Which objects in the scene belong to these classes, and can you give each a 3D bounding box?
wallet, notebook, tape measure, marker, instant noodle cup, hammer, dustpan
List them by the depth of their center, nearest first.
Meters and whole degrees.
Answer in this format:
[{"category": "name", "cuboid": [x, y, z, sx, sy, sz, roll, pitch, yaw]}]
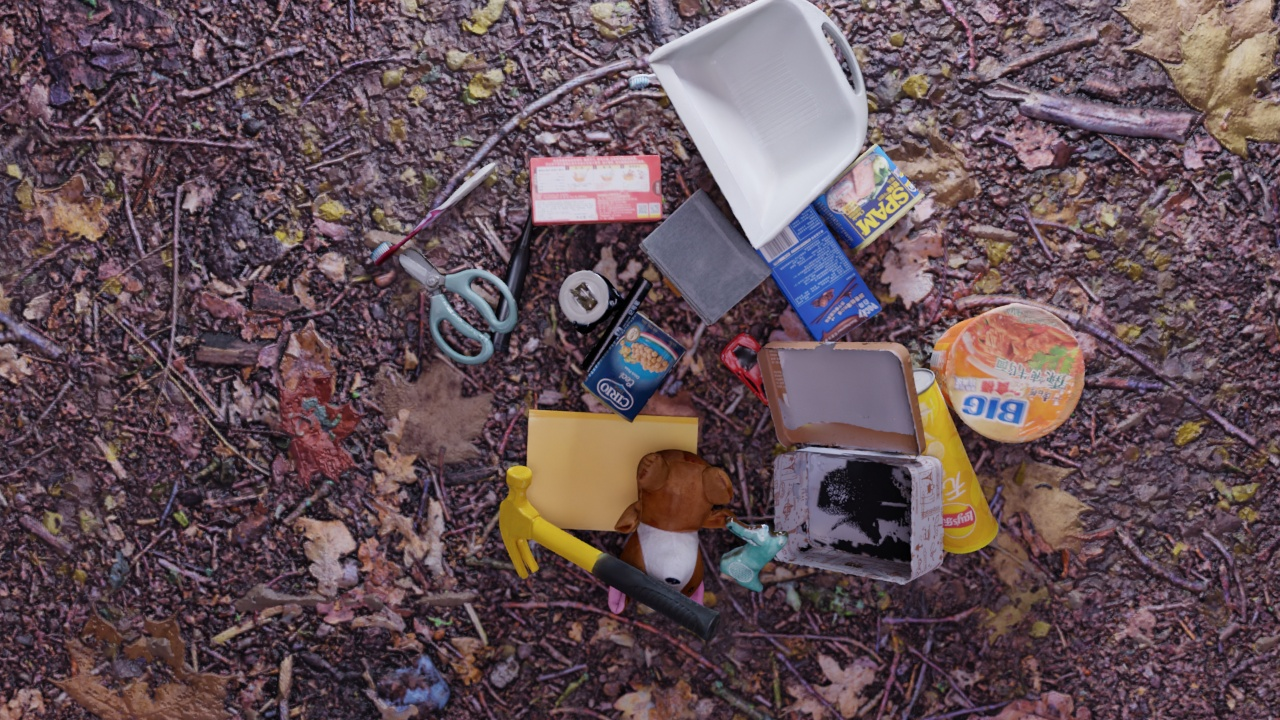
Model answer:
[{"category": "dustpan", "cuboid": [0.152, -0.279, 0.982, 0.143, 0.257, 0.223, -25, 105, 26]}, {"category": "hammer", "cuboid": [-0.045, 0.229, 1.026, 0.301, 0.032, 0.129, 22, 116, 31]}, {"category": "instant noodle cup", "cuboid": [0.406, 0.011, 1.046, 0.151, 0.111, 0.151, 0, 93, 0]}, {"category": "wallet", "cuboid": [0.074, -0.118, 1.078, 0.107, 0.037, 0.129, -41, 90, 15]}, {"category": "tape measure", "cuboid": [-0.062, -0.072, 1.079, 0.066, 0.033, 0.066, -41, 81, 11]}, {"category": "marker", "cuboid": [-0.028, -0.042, 1.094, 0.022, 0.020, 0.132, 35, 95, 27]}, {"category": "notebook", "cuboid": [-0.036, 0.136, 1.109, 0.206, 0.010, 0.146, 2, 93, 0]}]

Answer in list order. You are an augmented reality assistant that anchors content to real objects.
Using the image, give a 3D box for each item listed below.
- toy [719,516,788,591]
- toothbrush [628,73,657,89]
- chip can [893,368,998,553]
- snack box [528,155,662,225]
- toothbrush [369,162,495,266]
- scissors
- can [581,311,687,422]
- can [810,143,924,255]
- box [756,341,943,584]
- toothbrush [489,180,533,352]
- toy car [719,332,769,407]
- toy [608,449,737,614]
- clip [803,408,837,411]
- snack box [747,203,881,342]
[{"category": "toy", "cuboid": [0.125, 0.216, 1.046, 0.096, 0.030, 0.092, 33, 116, -15]}, {"category": "toothbrush", "cuboid": [0.092, -0.353, 1.069, 0.221, 0.026, 0.027, -16, 135, 1]}, {"category": "chip can", "cuboid": [0.340, 0.116, 1.050, 0.072, 0.072, 0.213, -26, 107, 2]}, {"category": "snack box", "cuboid": [-0.052, -0.198, 1.071, 0.153, 0.025, 0.075, -3, 93, -7]}, {"category": "toothbrush", "cuboid": [-0.246, -0.176, 1.090, 0.187, 0.016, 0.017, -39, 83, 3]}, {"category": "scissors", "cuboid": [-0.234, -0.058, 1.086, 0.185, 0.019, 0.129, 23, 95, 14]}, {"category": "can", "cuboid": [-0.006, 0.006, 1.069, 0.075, 0.075, 0.111, 37, 92, -2]}, {"category": "can", "cuboid": [0.261, -0.187, 1.064, 0.102, 0.057, 0.083, -41, 90, 2]}, {"category": "box", "cuboid": [0.231, 0.103, 1.014, 0.179, 0.102, 0.261, 1, 96, 42]}, {"category": "toothbrush", "cuboid": [-0.145, -0.115, 1.087, 0.027, 0.026, 0.212, 13, 93, -12]}, {"category": "toy car", "cuboid": [0.144, 0.015, 1.091, 0.049, 0.031, 0.106, -45, 94, 4]}, {"category": "toy", "cuboid": [0.036, 0.205, 1.053, 0.140, 0.130, 0.200, 13, 103, -7]}, {"category": "clip", "cuboid": [0.246, 0.061, 1.095, 0.101, 0.096, 0.035, 7, 96, 42]}, {"category": "snack box", "cuboid": [0.205, -0.101, 1.084, 0.084, 0.026, 0.157, -34, 93, 3]}]
